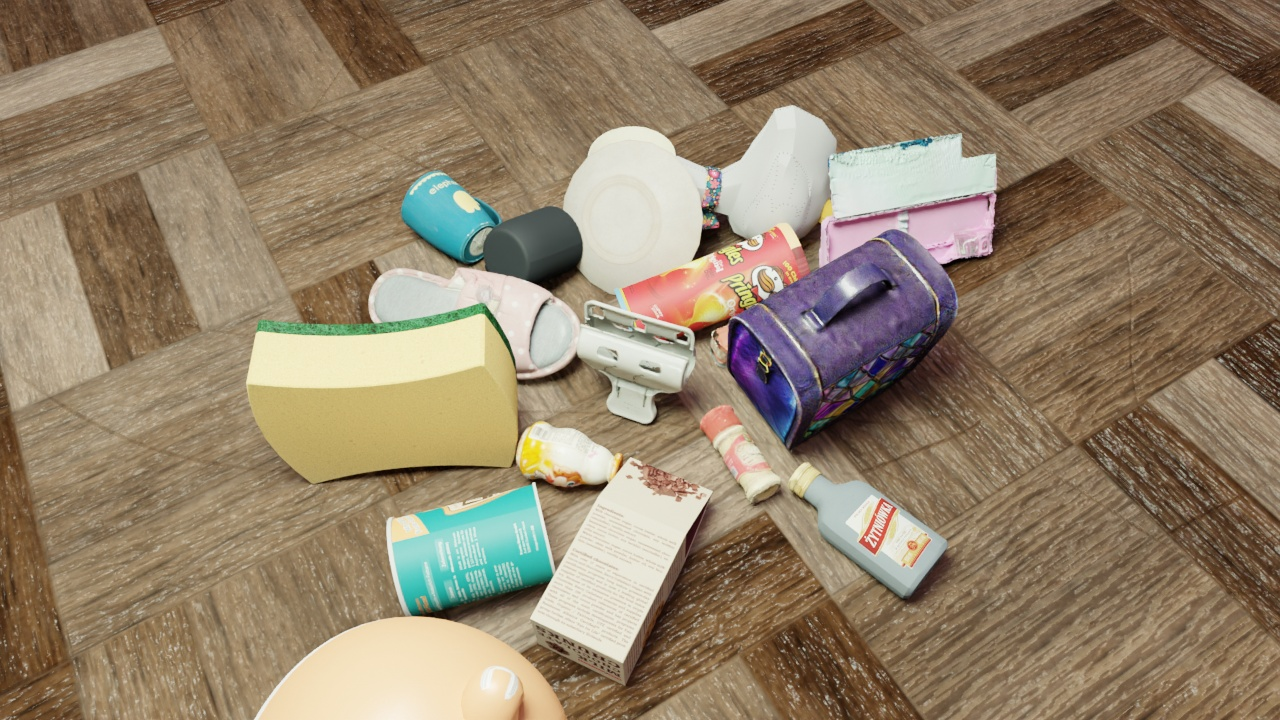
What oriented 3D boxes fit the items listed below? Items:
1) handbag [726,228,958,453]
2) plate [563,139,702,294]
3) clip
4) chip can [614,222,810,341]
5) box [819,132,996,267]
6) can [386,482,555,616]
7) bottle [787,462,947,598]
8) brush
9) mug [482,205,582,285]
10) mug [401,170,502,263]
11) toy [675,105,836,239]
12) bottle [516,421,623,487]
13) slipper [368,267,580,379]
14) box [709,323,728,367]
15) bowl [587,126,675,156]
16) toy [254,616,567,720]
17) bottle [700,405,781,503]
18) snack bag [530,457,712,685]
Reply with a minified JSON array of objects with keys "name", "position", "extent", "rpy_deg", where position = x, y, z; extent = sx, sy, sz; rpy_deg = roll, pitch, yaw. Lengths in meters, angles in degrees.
[{"name":"handbag","position":[0.201,-0.026,0.951],"extent":[0.204,0.222,0.125],"rpy_deg":[-29,67,-16]},{"name":"plate","position":[-0.017,-0.169,1.104],"extent":[0.189,0.189,0.027],"rpy_deg":[28,19,19]},{"name":"clip","position":[-0.006,0.006,0.991],"extent":[0.125,0.148,0.081],"rpy_deg":[20,50,15]},{"name":"chip can","position":[0.083,-0.083,1.064],"extent":[0.213,0.087,0.087],"rpy_deg":[-21,56,0]},{"name":"box","position":[0.323,-0.186,1.102],"extent":[0.230,0.159,0.035],"rpy_deg":[-12,26,-15]},{"name":"can","position":[-0.162,0.184,0.893],"extent":[0.144,0.099,0.099],"rpy_deg":[-13,55,-8]},{"name":"bottle","position":[0.223,0.164,0.930],"extent":[0.161,0.046,0.072],"rpy_deg":[37,63,24]},{"name":"brush","position":[-0.253,0.039,0.940],"extent":[0.250,0.195,0.075],"rpy_deg":[-5,55,-2]},{"name":"mug","position":[-0.145,-0.131,1.122],"extent":[0.094,0.122,0.085],"rpy_deg":[-30,101,-47]},{"name":"mug","position":[-0.229,-0.181,1.175],"extent":[0.104,0.085,0.111],"rpy_deg":[40,35,19]},{"name":"toy","position":[0.137,-0.214,1.126],"extent":[0.267,0.247,0.140],"rpy_deg":[13,51,-16]},{"name":"bottle","position":[-0.074,0.104,0.970],"extent":[0.108,0.063,0.063],"rpy_deg":[13,56,10]},{"name":"slipper","position":[-0.199,-0.049,1.064],"extent":[0.275,0.054,0.114],"rpy_deg":[12,85,16]},{"name":"box","position":[0.168,-0.045,1.083],"extent":[0.186,0.053,0.058],"rpy_deg":[-23,25,-16]},{"name":"bowl","position":[-0.011,-0.249,1.220],"extent":[0.115,0.063,0.115],"rpy_deg":[-1,55,1]},{"name":"toy","position":[-0.166,0.326,0.688],"extent":[0.265,0.282,0.262],"rpy_deg":[27,55,-14]},{"name":"bottle","position":[0.107,0.100,0.982],"extent":[0.044,0.044,0.109],"rpy_deg":[-24,59,-15]},{"name":"snack bag","position":[-0.013,0.194,0.900],"extent":[0.094,0.070,0.205],"rpy_deg":[21,58,15]}]
